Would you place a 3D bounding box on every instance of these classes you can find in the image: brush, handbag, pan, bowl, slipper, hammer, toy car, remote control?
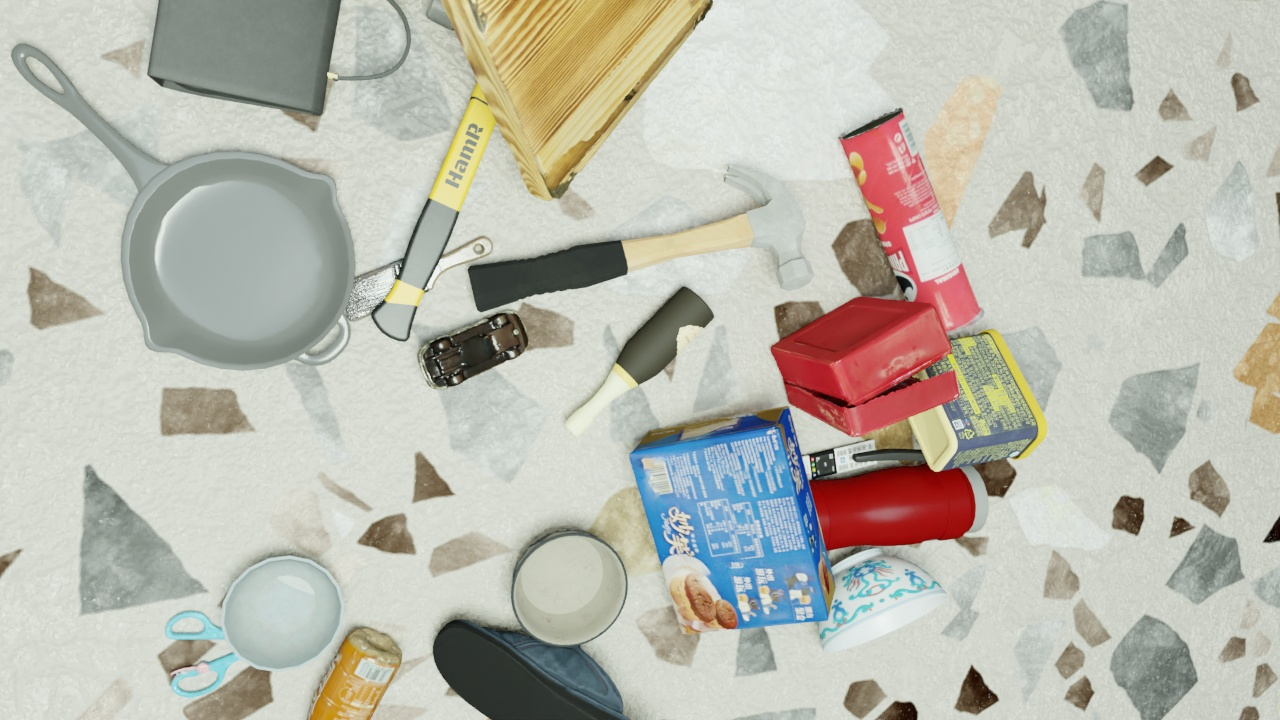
[{"bbox_3d":[-0.210,-0.082,0.868,0.151,0.012,0.039,-23,102,-11],"label":"brush"},{"bbox_3d":[-0.297,-0.302,0.790,0.195,0.072,0.176,10,95,-20],"label":"handbag"},{"bbox_3d":[-0.398,-0.132,0.806,0.216,0.024,0.354,-44,106,-5],"label":"pan"},{"bbox_3d":[-0.334,0.233,0.862,0.106,0.039,0.106,0,90,-18],"label":"bowl"},{"bbox_3d":[0.247,0.251,0.990,0.144,0.144,0.074,-17,62,-12],"label":"bowl"},{"bbox_3d":[-0.084,0.330,0.932,0.265,0.083,0.109,32,127,-4],"label":"slipper"},{"bbox_3d":[-0.001,-0.104,0.890,0.328,0.039,0.131,-13,74,-7],"label":"hammer"},{"bbox_3d":[-0.160,-0.011,0.880,0.112,0.041,0.048,-25,104,-28],"label":"toy car"},{"bbox_3d":[-0.167,-0.170,0.851,0.169,0.034,0.324,23,89,-18],"label":"hammer"},{"bbox_3d":[-0.076,0.220,0.921,0.115,0.059,0.115,-2,98,-14],"label":"bowl"},{"bbox_3d":[0.199,0.112,1.002,0.124,0.012,0.028,-12,100,-13],"label":"remote control"}]

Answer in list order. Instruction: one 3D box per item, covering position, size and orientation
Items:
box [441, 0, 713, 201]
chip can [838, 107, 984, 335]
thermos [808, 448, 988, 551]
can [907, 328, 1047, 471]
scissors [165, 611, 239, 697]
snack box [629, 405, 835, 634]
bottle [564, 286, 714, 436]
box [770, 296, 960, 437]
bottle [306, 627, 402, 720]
[{"bbox_3d":[-0.121,-0.361,0.764,0.278,0.286,0.337,-53,149,-21],"label":"box"},{"bbox_3d":[0.282,-0.141,0.958,0.073,0.073,0.233,-28,103,-9],"label":"chip can"},{"bbox_3d":[0.265,0.147,0.986,0.198,0.084,0.108,-5,105,-12],"label":"thermos"},{"bbox_3d":[0.342,0.043,0.970,0.104,0.075,0.135,-9,59,-11],"label":"can"},{"bbox_3d":[-0.385,0.259,0.874,0.142,0.015,0.095,-24,103,-17],"label":"scissors"},{"bbox_3d":[0.094,0.162,0.917,0.155,0.069,0.203,-12,102,20],"label":"snack box"},{"bbox_3d":[-0.005,0.005,0.916,0.184,0.045,0.045,-45,106,-5],"label":"bottle"},{"bbox_3d":[0.220,0.000,0.918,0.129,0.157,0.098,-25,106,-12],"label":"box"},{"bbox_3d":[-0.292,0.343,0.882,0.059,0.059,0.167,29,90,-17],"label":"bottle"}]
